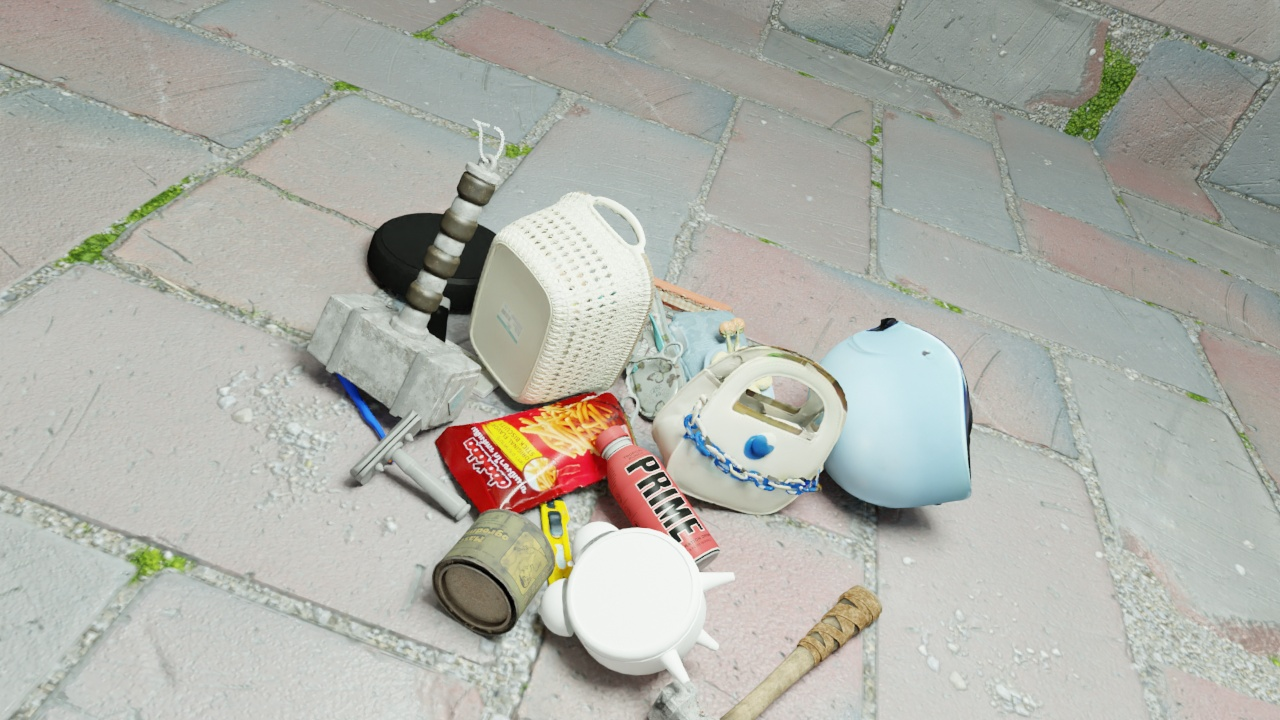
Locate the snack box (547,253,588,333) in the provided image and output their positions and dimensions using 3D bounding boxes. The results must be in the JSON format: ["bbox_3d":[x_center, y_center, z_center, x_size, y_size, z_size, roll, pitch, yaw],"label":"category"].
[{"bbox_3d":[-0.124,-0.095,1.277,0.087,0.034,0.151,16,36,-6],"label":"snack box"}]

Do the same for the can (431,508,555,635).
[{"bbox_3d":[-0.135,0.195,0.847,0.090,0.090,0.074,27,37,10],"label":"can"}]

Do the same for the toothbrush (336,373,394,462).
[{"bbox_3d":[-0.313,0.050,1.016,0.018,0.016,0.182,-17,50,-33],"label":"toothbrush"}]

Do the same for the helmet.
[{"bbox_3d":[0.289,0.064,1.116,0.167,0.225,0.265,-8,16,-2],"label":"helmet"}]

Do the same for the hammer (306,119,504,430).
[{"bbox_3d":[-0.220,-0.099,0.995,0.177,0.327,0.079,32,14,12],"label":"hammer"}]

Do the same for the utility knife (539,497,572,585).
[{"bbox_3d":[-0.083,0.195,0.938,0.030,0.017,0.151,-3,43,-11],"label":"utility knife"}]

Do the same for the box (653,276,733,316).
[{"bbox_3d":[0.048,-0.095,1.347,0.187,0.056,0.059,22,68,5],"label":"box"}]

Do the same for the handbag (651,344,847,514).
[{"bbox_3d":[0.130,0.079,1.018,0.200,0.200,0.092,19,32,-27],"label":"handbag"}]

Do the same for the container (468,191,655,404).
[{"bbox_3d":[-0.098,-0.064,1.072,0.142,0.247,0.184,-23,61,-37],"label":"container"}]

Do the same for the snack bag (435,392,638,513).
[{"bbox_3d":[-0.110,0.104,1.022,0.207,0.067,0.139,-17,50,-29],"label":"snack bag"}]

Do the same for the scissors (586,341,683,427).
[{"bbox_3d":[-0.013,0.011,1.150,0.142,0.014,0.174,-8,64,23],"label":"scissors"}]

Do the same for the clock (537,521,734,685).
[{"bbox_3d":[-0.005,0.225,0.854,0.161,0.073,0.125,18,61,22],"label":"clock"}]

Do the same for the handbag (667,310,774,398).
[{"bbox_3d":[0.102,0.003,1.184,0.121,0.119,0.191,0,45,-20],"label":"handbag"}]

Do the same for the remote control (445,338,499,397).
[{"bbox_3d":[-0.233,-0.001,1.124,0.136,0.011,0.050,29,37,12],"label":"remote control"}]

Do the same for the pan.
[{"bbox_3d":[-0.259,-0.097,1.197,0.204,0.044,0.355,9,33,-15],"label":"pan"}]

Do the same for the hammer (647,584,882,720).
[{"bbox_3d":[0.145,0.300,0.885,0.121,0.049,0.317,42,40,24],"label":"hammer"}]

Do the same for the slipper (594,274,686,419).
[{"bbox_3d":[-0.008,-0.040,1.200,0.054,0.098,0.268,37,19,-45],"label":"slipper"}]

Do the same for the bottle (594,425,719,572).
[{"bbox_3d":[0.011,0.147,0.973,0.062,0.062,0.176,-17,62,-39],"label":"bottle"}]

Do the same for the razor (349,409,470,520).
[{"bbox_3d":[-0.223,0.120,0.940,0.116,0.047,0.088,40,65,3],"label":"razor"}]
